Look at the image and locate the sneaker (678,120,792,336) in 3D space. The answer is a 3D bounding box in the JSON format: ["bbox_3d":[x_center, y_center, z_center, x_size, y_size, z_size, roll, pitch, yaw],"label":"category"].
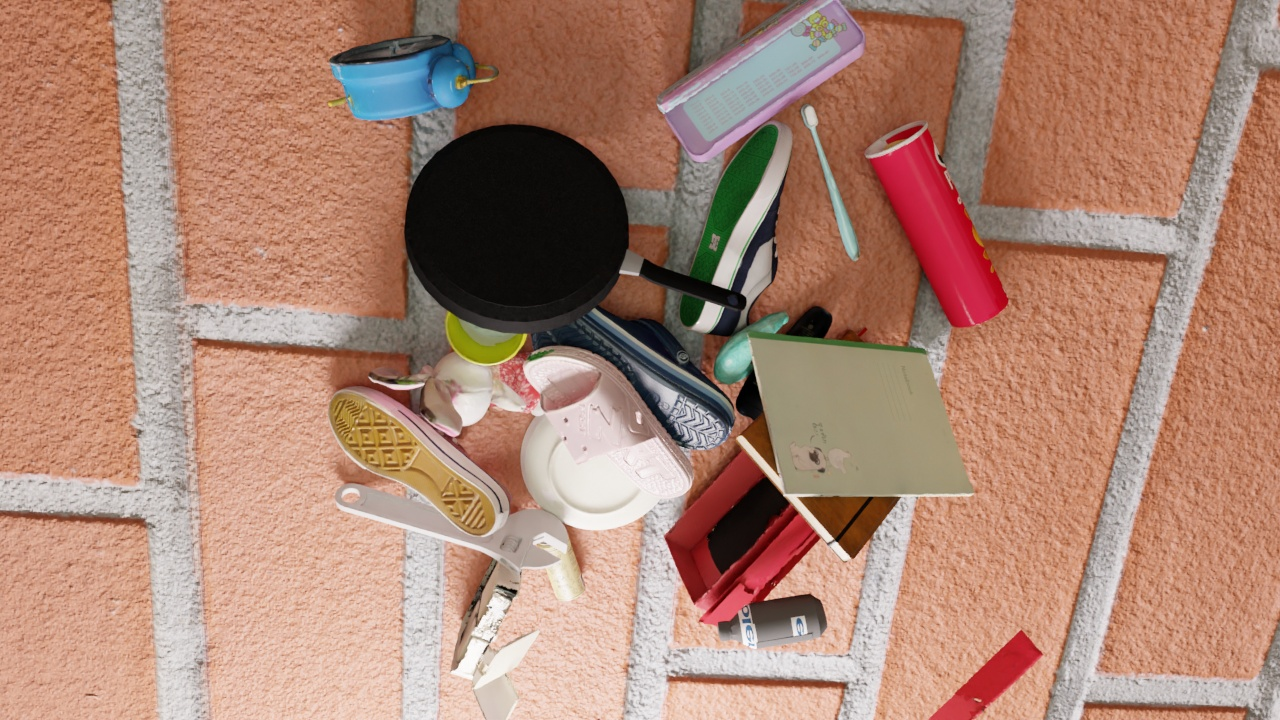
[{"bbox_3d":[0.119,-0.135,0.980,0.079,0.084,0.236,12,109,-25],"label":"sneaker"}]

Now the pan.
[{"bbox_3d":[-0.059,-0.116,0.921,0.356,0.034,0.225,18,69,-2],"label":"pan"}]

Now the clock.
[{"bbox_3d":[-0.219,-0.277,0.890,0.161,0.116,0.060,-5,118,2],"label":"clock"}]

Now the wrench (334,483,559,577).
[{"bbox_3d":[-0.217,0.183,1.060,0.273,0.086,0.018,16,132,4],"label":"wrench"}]

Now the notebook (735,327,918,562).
[{"bbox_3d":[0.230,0.084,0.972,0.178,0.248,0.014,49,140,5],"label":"notebook"}]

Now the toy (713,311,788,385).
[{"bbox_3d":[0.115,-0.010,1.006,0.033,0.084,0.105,51,140,22],"label":"toy"}]

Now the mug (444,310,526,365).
[{"bbox_3d":[-0.158,-0.048,0.969,0.082,0.106,0.082,-1,107,-3],"label":"mug"}]

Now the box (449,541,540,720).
[{"bbox_3d":[-0.160,0.318,1.039,0.069,0.191,0.144,23,111,-11],"label":"box"}]

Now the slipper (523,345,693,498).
[{"bbox_3d":[-0.032,0.079,0.976,0.094,0.064,0.239,-23,121,36],"label":"slipper"}]

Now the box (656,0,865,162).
[{"bbox_3d":[0.117,-0.299,0.924,0.214,0.077,0.096,-33,137,7],"label":"box"}]

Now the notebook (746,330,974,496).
[{"bbox_3d":[0.234,0.058,0.971,0.252,0.181,0.010,5,150,-27],"label":"notebook"}]

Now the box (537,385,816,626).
[{"bbox_3d":[0.055,0.142,0.965,0.325,0.153,0.214,28,108,-43],"label":"box"}]

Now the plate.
[{"bbox_3d":[-0.049,0.121,1.067,0.182,0.034,0.182,-1,108,-4],"label":"plate"}]

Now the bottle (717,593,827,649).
[{"bbox_3d":[0.136,0.272,0.952,0.112,0.047,0.047,-10,108,2],"label":"bottle"}]

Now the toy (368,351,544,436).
[{"bbox_3d":[-0.178,0.031,0.983,0.193,0.159,0.084,-1,110,-45],"label":"toy"}]

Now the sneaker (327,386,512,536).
[{"bbox_3d":[-0.235,0.101,1.024,0.241,0.087,0.118,35,116,9],"label":"sneaker"}]

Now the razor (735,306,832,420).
[{"bbox_3d":[0.166,0.006,1.042,0.054,0.067,0.151,35,90,19],"label":"razor"}]

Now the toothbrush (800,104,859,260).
[{"bbox_3d":[0.208,-0.191,0.997,0.016,0.016,0.181,-22,108,3],"label":"toothbrush"}]

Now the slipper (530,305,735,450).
[{"bbox_3d":[-0.006,0.006,1.007,0.253,0.095,0.105,34,137,-7],"label":"slipper"}]

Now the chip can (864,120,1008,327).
[{"bbox_3d":[0.322,-0.144,0.990,0.069,0.069,0.220,-30,107,6],"label":"chip can"}]

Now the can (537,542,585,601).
[{"bbox_3d":[-0.095,0.245,1.101,0.038,0.038,0.079,-16,108,1],"label":"can"}]
